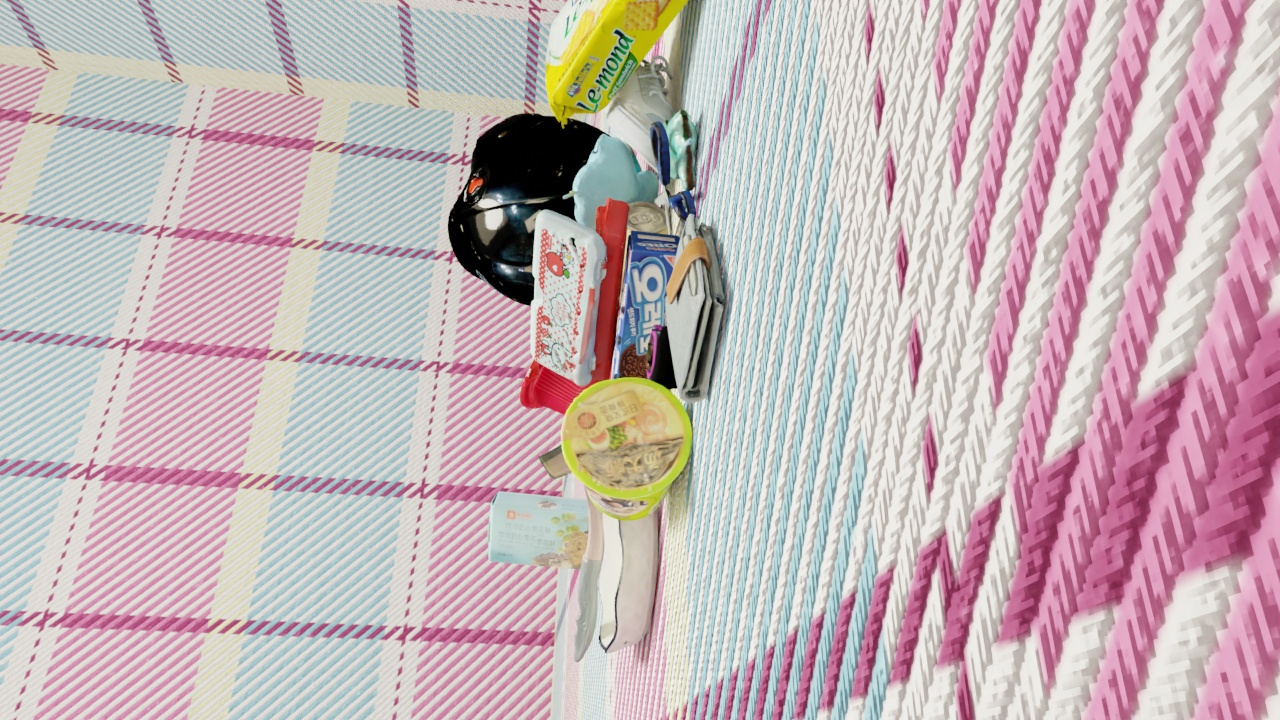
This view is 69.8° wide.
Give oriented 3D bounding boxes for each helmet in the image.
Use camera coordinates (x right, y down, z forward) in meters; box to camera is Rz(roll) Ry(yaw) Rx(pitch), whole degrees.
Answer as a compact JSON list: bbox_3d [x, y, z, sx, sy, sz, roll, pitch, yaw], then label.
[{"bbox_3d":[-0.119,-0.182,1.217,0.233,0.275,0.230,43,-170,-41],"label":"helmet"}]

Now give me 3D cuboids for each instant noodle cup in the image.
[{"bbox_3d":[-0.065,0.005,1.162,0.193,0.066,0.194,-45,-16,-17],"label":"instant noodle cup"},{"bbox_3d":[-0.013,0.090,0.831,0.124,0.111,0.111,92,179,-64],"label":"instant noodle cup"}]

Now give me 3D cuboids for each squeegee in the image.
[{"bbox_3d":[-0.060,0.211,1.013,0.247,0.040,0.249,-20,-70,-81],"label":"squeegee"}]

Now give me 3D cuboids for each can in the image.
[{"bbox_3d":[-0.003,-0.116,1.033,0.116,0.058,0.058,102,170,-46],"label":"can"}]

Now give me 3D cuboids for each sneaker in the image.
[{"bbox_3d":[0.006,-0.291,1.023,0.091,0.089,0.242,-41,42,15],"label":"sneaker"}]

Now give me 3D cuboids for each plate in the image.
[{"bbox_3d":[-0.015,0.209,0.990,0.205,0.045,0.205,-178,92,-83],"label":"plate"}]

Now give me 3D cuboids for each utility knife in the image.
[{"bbox_3d":[-0.004,-0.231,1.124,0.187,0.013,0.029,40,-149,-79],"label":"utility knife"}]

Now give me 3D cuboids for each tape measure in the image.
[{"bbox_3d":[0.024,-0.003,0.821,0.058,0.039,0.057,120,153,-74],"label":"tape measure"}]

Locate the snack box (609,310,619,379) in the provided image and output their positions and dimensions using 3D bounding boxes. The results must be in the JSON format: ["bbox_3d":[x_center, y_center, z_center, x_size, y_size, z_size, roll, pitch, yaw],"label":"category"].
[{"bbox_3d":[-0.006,0.006,1.039,0.127,0.044,0.113,-115,30,-74],"label":"snack box"}]

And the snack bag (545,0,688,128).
[{"bbox_3d":[-0.018,-0.370,0.957,0.247,0.068,0.157,-42,36,39],"label":"snack bag"}]

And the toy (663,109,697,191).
[{"bbox_3d":[0.037,-0.203,0.884,0.092,0.030,0.096,121,142,-78],"label":"toy"}]

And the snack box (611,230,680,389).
[{"bbox_3d":[0.004,-0.022,0.919,0.057,0.058,0.208,-97,12,-65],"label":"snack box"}]

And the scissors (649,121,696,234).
[{"bbox_3d":[0.026,-0.167,0.890,0.162,0.012,0.163,-121,12,-59],"label":"scissors"}]

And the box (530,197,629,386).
[{"bbox_3d":[-0.070,-0.068,0.946,0.095,0.098,0.202,-83,1,-48],"label":"box"}]

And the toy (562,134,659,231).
[{"bbox_3d":[-0.028,-0.182,1.032,0.155,0.050,0.162,-32,-42,-44],"label":"toy"}]

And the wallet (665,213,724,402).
[{"bbox_3d":[0.039,-0.047,0.742,0.129,0.037,0.107,-95,11,-53],"label":"wallet"}]

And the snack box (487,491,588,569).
[{"bbox_3d":[-0.097,0.211,1.127,0.051,0.175,0.074,-89,4,-75],"label":"snack box"}]
